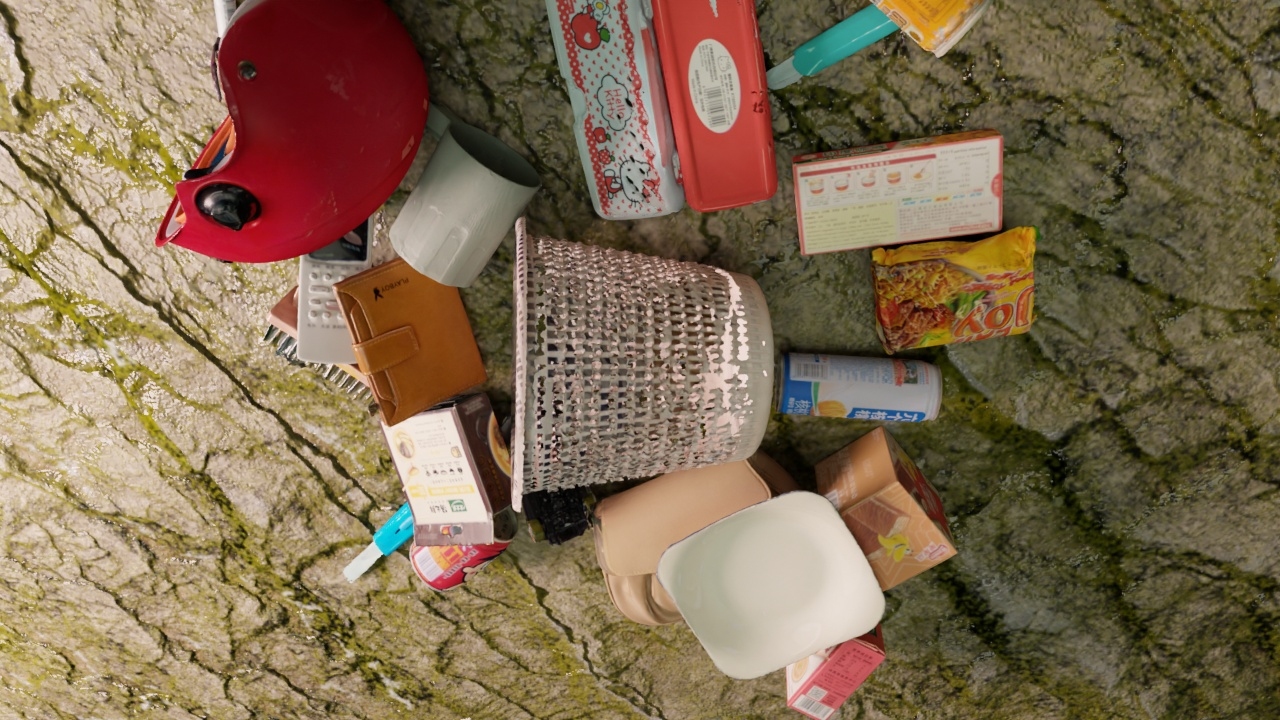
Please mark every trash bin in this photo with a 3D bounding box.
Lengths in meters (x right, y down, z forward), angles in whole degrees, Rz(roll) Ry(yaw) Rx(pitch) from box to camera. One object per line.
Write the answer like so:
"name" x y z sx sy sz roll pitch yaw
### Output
"trash bin" -0.006 0.004 0.724 0.192 0.227 0.228 1 118 -8

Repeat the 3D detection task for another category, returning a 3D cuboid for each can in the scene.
"can" -0.172 0.176 0.899 0.066 0.066 0.094 42 114 -15
"can" 0.185 0.023 0.787 0.134 0.053 0.053 4 118 4
"can" 0.167 -0.274 0.619 0.146 0.058 0.058 40 115 -4

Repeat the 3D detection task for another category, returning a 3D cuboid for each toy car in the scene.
"toy car" -0.087 0.106 0.862 0.070 0.042 0.158 -21 118 -14

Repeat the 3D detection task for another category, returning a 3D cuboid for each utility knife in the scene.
"utility knife" -0.242 0.170 0.932 0.034 0.018 0.209 41 116 -15
"utility knife" 0.168 -0.247 0.670 0.178 0.013 0.029 -25 110 21

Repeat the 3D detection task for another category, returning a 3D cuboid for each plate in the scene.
"plate" 0.112 0.188 0.789 0.164 0.034 0.164 -27 110 12

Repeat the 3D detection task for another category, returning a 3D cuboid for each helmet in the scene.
"helmet" -0.242 -0.161 0.664 0.144 0.206 0.241 24 122 -26

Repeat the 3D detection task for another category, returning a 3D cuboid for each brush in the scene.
"brush" -0.254 -0.012 0.812 0.145 0.063 0.073 36 113 -13

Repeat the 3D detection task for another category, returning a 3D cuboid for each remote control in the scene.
"remote control" -0.255 -0.071 0.766 0.058 0.021 0.150 2 95 -16

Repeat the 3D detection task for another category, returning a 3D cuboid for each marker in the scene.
"marker" -0.323 -0.231 0.730 0.017 0.016 0.146 6 118 3

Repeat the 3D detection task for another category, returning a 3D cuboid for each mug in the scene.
"mug" -0.155 -0.135 0.729 0.124 0.083 0.104 41 112 10

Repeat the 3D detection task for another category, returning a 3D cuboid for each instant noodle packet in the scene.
"instant noodle packet" 0.253 -0.053 0.736 0.128 0.044 0.111 -9 136 11

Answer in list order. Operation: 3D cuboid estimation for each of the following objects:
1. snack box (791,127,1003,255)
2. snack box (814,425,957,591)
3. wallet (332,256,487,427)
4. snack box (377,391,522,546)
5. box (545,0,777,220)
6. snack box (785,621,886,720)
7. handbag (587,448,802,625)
"snack box" 0.200 -0.131 0.720 0.156 0.027 0.077 -6 117 9
"snack box" 0.216 0.131 0.818 0.077 0.092 0.094 -35 108 21
"wallet" -0.199 -0.020 0.778 0.035 0.118 0.131 8 121 46
"snack box" -0.172 0.100 0.829 0.113 0.053 0.126 -10 103 39
"box" 0.017 -0.207 0.692 0.161 0.049 0.201 -6 116 14
"snack box" 0.189 0.259 0.877 0.044 0.113 0.127 28 117 -7
"handbag" 0.056 0.166 0.849 0.205 0.099 0.148 -26 118 12
